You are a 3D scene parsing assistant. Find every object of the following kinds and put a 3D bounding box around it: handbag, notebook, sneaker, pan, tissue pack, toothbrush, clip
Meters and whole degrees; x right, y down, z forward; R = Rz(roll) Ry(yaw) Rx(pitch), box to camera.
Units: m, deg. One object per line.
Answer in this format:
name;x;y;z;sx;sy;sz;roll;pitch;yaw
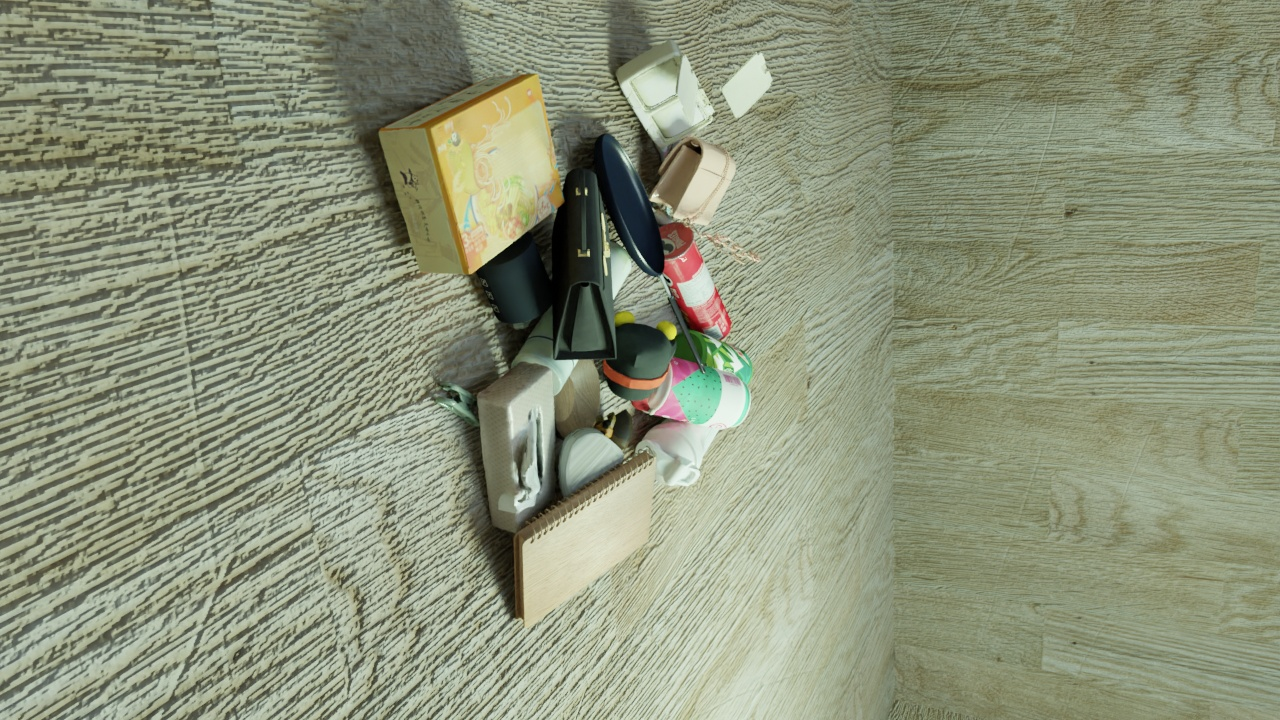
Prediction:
handbag;-0.064;-0.128;1.010;0.196;0.072;0.175;95;-8;-55
handbag;0.132;-0.239;1.372;0.117;0.187;0.198;-57;162;15
notebook;-0.065;0.212;1.115;0.209;0.022;0.169;-29;140;-35
sneaker;-0.068;0.146;1.160;0.099;0.089;0.236;-42;145;-18
pan;0.016;-0.136;1.244;0.198;0.021;0.356;-68;136;-67
tissue pack;-0.130;0.104;1.029;0.103;0.071;0.182;-46;145;-54
toothbrush;-0.107;-0.096;1.127;0.186;0.017;0.012;-60;146;-43
clip;-0.190;0.045;0.974;0.076;0.023;0.047;45;52;-59
toothbrush;0.037;-0.214;1.399;0.185;0.022;0.024;30;50;-63

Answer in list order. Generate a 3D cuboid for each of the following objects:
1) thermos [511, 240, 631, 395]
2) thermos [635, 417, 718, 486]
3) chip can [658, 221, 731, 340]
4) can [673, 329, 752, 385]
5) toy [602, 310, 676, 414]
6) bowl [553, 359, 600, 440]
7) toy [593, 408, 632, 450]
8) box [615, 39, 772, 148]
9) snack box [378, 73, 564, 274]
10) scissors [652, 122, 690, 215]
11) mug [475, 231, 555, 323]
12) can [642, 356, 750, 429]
thermos;-0.081;-0.057;1.130;0.229;0.068;0.068;-61;144;-39
thermos;0.073;0.118;1.435;0.219;0.099;0.099;-42;130;-60
chip can;0.083;-0.115;1.449;0.233;0.073;0.073;58;43;-51
can;0.112;0.006;1.477;0.144;0.083;0.083;18;77;-49
toy;-0.007;0.007;1.265;0.099;0.097;0.119;-75;179;-55
bowl;-0.091;0.048;1.162;0.117;0.030;0.118;-14;105;-63
toy;-0.045;0.096;1.231;0.076;0.062;0.100;-49;168;4
box;0.084;-0.363;1.255;0.143;0.194;0.101;46;23;-51
snack box;-0.167;-0.190;0.923;0.194;0.081;0.145;-50;137;-50
scissors;0.037;-0.313;1.399;0.159;0.014;0.172;56;48;-52
mug;-0.139;-0.102;1.016;0.104;0.071;0.077;-90;165;-51
can;0.077;0.048;1.359;0.165;0.088;0.088;15;78;-32
